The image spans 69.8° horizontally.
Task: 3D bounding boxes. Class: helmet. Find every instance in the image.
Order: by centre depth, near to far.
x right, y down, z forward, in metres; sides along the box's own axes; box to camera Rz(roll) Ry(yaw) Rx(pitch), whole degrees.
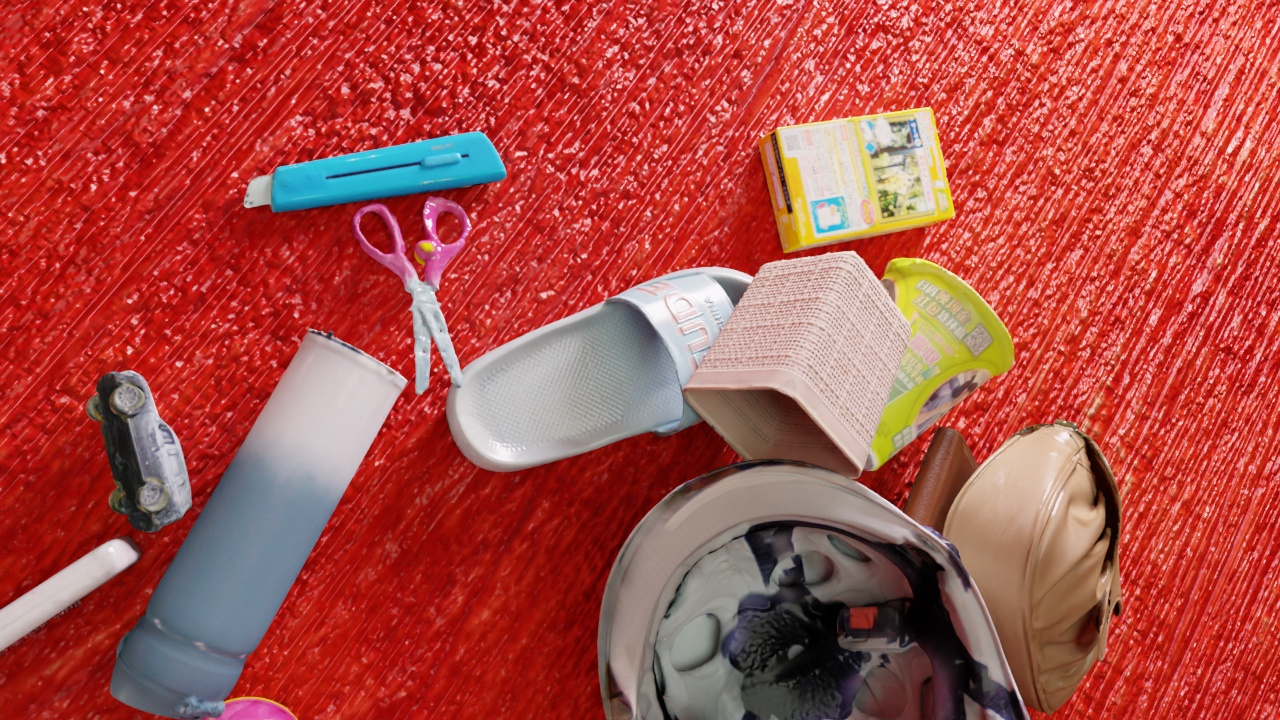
[{"bbox_3d":[0.092,0.185,0.566,0.229,0.146,0.258,-38,85,-4],"label":"helmet"}]

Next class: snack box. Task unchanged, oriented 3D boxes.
[{"bbox_3d":[0.162,-0.135,0.681,0.140,0.034,0.087,-13,90,-18],"label":"snack box"}]

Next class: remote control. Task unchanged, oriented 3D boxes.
[{"bbox_3d":[-0.326,0.139,0.473,0.135,0.056,0.020,-36,96,-19],"label":"remote control"}]

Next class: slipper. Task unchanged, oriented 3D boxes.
[{"bbox_3d":[-0.003,0.003,0.589,0.245,0.074,0.104,-18,91,-19],"label":"slipper"}]

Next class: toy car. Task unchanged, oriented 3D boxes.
[{"bbox_3d":[-0.276,0.049,0.507,0.034,0.043,0.090,-18,95,-47],"label":"toy car"}]

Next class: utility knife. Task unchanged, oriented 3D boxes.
[{"bbox_3d":[-0.164,-0.116,0.571,0.159,0.018,0.034,-14,91,-19],"label":"utility knife"}]

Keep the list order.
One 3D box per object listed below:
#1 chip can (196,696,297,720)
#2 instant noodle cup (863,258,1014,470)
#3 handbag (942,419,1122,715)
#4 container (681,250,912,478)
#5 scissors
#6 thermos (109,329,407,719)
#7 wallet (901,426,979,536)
[{"bbox_3d":[-0.194,0.221,0.431,0.071,0.211,0.071,2,84,-20],"label":"chip can"},{"bbox_3d":[0.174,0.009,0.639,0.123,0.112,0.111,-43,100,-10],"label":"instant noodle cup"},{"bbox_3d":[0.280,0.148,0.634,0.147,0.100,0.205,-49,134,-27],"label":"handbag"},{"bbox_3d":[0.101,0.000,0.561,0.090,0.090,0.110,45,62,-29],"label":"container"},{"bbox_3d":[-0.142,-0.041,0.559,0.083,0.017,0.137,5,69,-20],"label":"scissors"},{"bbox_3d":[-0.213,0.090,0.514,0.070,0.070,0.220,31,77,-15],"label":"thermos"},{"bbox_3d":[0.214,0.117,0.650,0.101,0.032,0.124,-59,139,-16],"label":"wallet"}]
